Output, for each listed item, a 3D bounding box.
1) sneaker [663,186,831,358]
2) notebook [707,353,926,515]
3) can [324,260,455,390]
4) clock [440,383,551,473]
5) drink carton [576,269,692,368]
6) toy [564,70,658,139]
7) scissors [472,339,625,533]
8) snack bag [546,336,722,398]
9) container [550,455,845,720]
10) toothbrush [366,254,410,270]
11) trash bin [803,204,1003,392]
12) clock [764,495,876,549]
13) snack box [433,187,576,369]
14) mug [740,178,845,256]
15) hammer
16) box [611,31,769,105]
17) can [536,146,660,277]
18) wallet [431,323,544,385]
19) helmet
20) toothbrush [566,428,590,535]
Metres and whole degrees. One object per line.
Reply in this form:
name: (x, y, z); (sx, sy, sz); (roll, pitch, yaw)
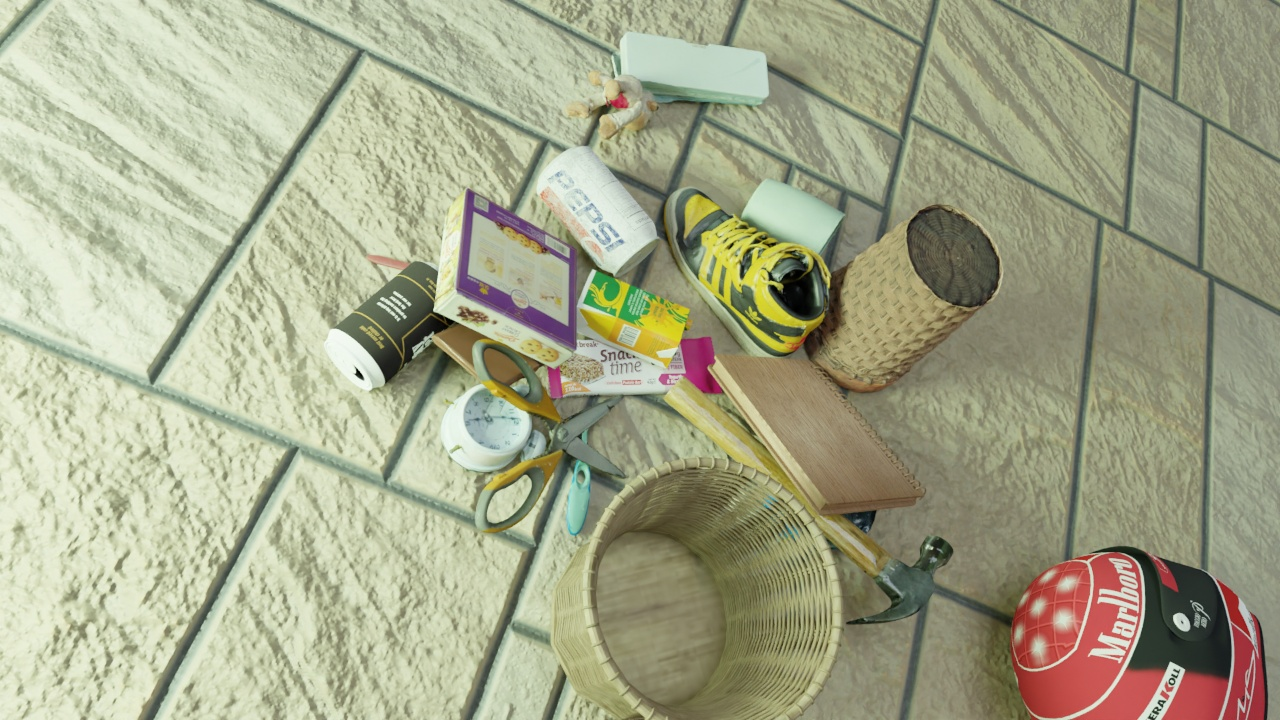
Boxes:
sneaker: (0.120, -0.116, 1.033); (0.085, 0.122, 0.238); (-31, 83, -29)
notebook: (0.186, 0.073, 0.964); (0.168, 0.022, 0.210); (2, 40, -39)
can: (-0.238, -0.036, 0.897); (0.072, 0.072, 0.128); (43, 61, 0)
clock: (-0.137, 0.064, 0.903); (0.117, 0.057, 0.083); (-2, 69, -29)
drink carton: (-0.009, -0.043, 0.989); (0.122, 0.041, 0.058); (22, 51, -3)
toy: (-0.025, -0.305, 1.097); (0.105, 0.074, 0.085); (-8, 27, -43)
scissors: (-0.094, 0.064, 0.883); (0.224, 0.016, 0.226); (-38, 110, -42)
snack bag: (-0.006, 0.006, 0.997); (0.196, 0.016, 0.070); (-1, 68, -20)
container: (0.034, 0.221, 0.820); (0.226, 0.197, 0.226); (7, 67, -17)
toothbrush: (-0.196, -0.085, 0.966); (0.184, 0.016, 0.015); (15, 58, -12)
trash bin: (0.294, -0.068, 1.026); (0.151, 0.211, 0.151); (7, 67, -18)
clock: (0.190, 0.131, 0.994); (0.116, 0.060, 0.161); (8, 65, -16)
snack box: (-0.130, -0.083, 0.925); (0.143, 0.041, 0.147); (27, 42, -32)
mug: (0.184, -0.170, 1.109); (0.104, 0.084, 0.111); (33, 33, 9)
hammer: (0.157, 0.136, 0.930); (0.330, 0.033, 0.132); (41, 65, 5)
box: (0.067, -0.362, 1.155); (0.198, 0.071, 0.085); (-1, 50, -22)
can: (-0.047, -0.165, 1.016); (0.078, 0.078, 0.136); (-37, 85, -28)
wallet: (-0.141, -0.014, 0.923); (0.087, 0.013, 0.120); (40, 32, 10)
helmet: (0.506, 0.307, 0.960); (0.224, 0.198, 0.270); (35, 53, -4)
toothbrush: (-0.060, 0.111, 0.933); (0.022, 0.017, 0.135); (14, 65, -18)
